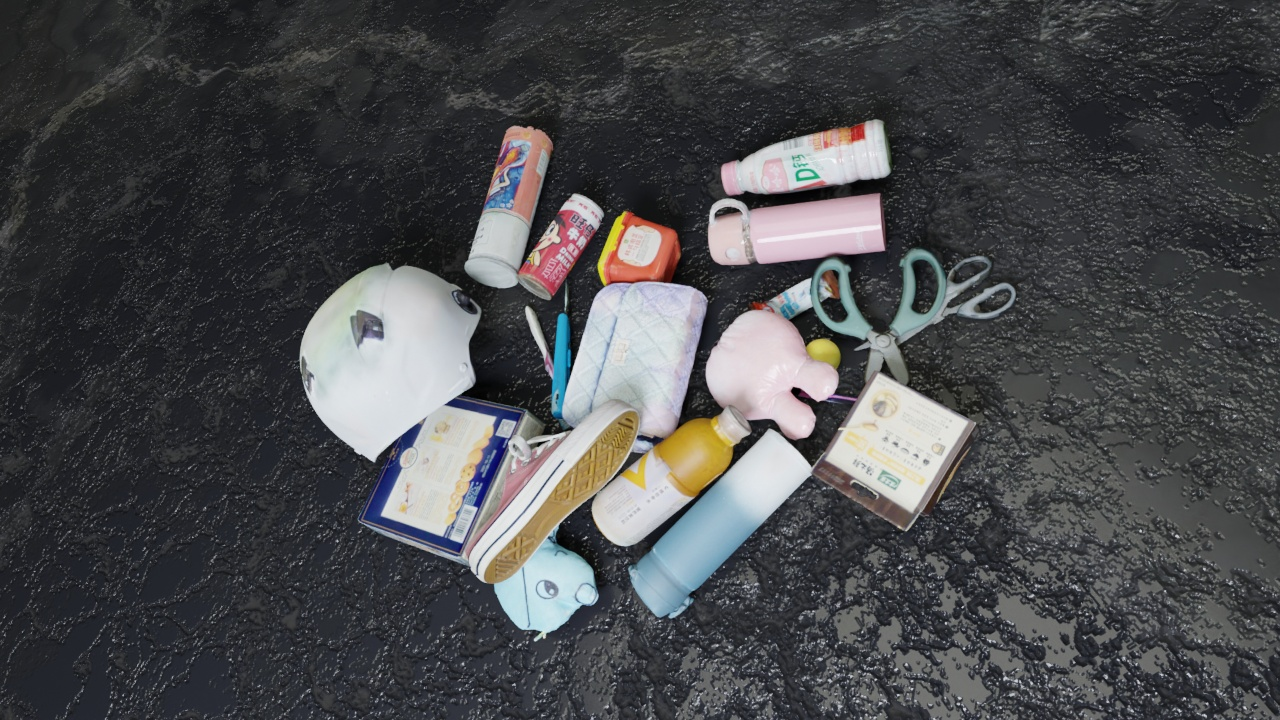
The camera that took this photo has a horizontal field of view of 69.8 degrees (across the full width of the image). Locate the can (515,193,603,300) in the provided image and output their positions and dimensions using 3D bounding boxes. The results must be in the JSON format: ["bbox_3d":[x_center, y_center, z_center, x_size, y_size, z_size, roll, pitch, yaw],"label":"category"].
[{"bbox_3d":[-0.101,-0.146,1.173,0.053,0.053,0.132,25,76,29],"label":"can"}]

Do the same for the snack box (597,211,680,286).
[{"bbox_3d":[0.001,-0.123,1.109,0.080,0.082,0.091,15,70,16],"label":"snack box"}]

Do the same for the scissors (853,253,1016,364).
[{"bbox_3d":[0.319,-0.045,0.985,0.151,0.014,0.170,20,74,29],"label":"scissors"}]

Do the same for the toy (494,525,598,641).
[{"bbox_3d":[-0.115,0.227,0.997,0.162,0.050,0.156,-6,61,24],"label":"toy"}]

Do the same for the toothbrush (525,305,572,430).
[{"bbox_3d":[-0.115,0.007,1.126,0.017,0.016,0.187,-33,58,15],"label":"toothbrush"}]

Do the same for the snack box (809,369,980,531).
[{"bbox_3d":[0.253,0.090,0.913,0.113,0.053,0.125,32,92,31],"label":"snack box"}]

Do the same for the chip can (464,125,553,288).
[{"bbox_3d":[-0.171,-0.206,1.219,0.071,0.071,0.214,2,65,22],"label":"chip can"}]

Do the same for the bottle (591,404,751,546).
[{"bbox_3d":[0.033,0.118,0.959,0.190,0.068,0.068,-41,57,16],"label":"bottle"}]

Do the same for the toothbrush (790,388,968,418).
[{"bbox_3d":[0.248,0.048,0.969,0.189,0.018,0.014,9,68,28],"label":"toothbrush"}]

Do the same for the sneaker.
[{"bbox_3d":[-0.104,0.122,0.963,0.241,0.118,0.088,-48,59,4],"label":"sneaker"}]

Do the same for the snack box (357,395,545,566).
[{"bbox_3d":[-0.221,0.132,1.070,0.183,0.046,0.177,9,68,36],"label":"snack box"}]

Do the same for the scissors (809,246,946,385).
[{"bbox_3d":[0.273,-0.056,0.990,0.176,0.019,0.174,-27,67,6],"label":"scissors"}]

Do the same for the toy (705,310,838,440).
[{"bbox_3d":[0.139,0.017,0.987,0.159,0.054,0.121,40,107,39],"label":"toy"}]

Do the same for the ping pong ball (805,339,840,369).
[{"bbox_3d":[0.196,-0.003,0.995,0.040,0.040,0.040,-9,62,17],"label":"ping pong ball"}]

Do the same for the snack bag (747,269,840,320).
[{"bbox_3d":[0.177,-0.069,1.044,0.104,0.026,0.048,-26,71,8],"label":"snack bag"}]

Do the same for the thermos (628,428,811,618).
[{"bbox_3d":[0.081,0.169,0.943,0.220,0.070,0.070,-45,58,-4],"label":"thermos"}]

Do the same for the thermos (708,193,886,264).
[{"bbox_3d":[0.177,-0.156,1.052,0.199,0.087,0.067,-3,43,19],"label":"thermos"}]

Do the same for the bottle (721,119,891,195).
[{"bbox_3d":[0.196,-0.234,1.097,0.197,0.068,0.068,-8,62,22],"label":"bottle"}]

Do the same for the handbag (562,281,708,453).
[{"bbox_3d":[-0.006,0.006,1.048,0.134,0.075,0.193,6,68,21],"label":"handbag"}]

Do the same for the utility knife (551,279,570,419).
[{"bbox_3d":[-0.093,-0.017,1.111,0.018,0.034,0.204,-7,55,8],"label":"utility knife"}]

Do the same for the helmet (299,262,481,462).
[{"bbox_3d":[-0.320,-0.022,1.107,0.229,0.146,0.258,-32,42,21],"label":"helmet"}]
